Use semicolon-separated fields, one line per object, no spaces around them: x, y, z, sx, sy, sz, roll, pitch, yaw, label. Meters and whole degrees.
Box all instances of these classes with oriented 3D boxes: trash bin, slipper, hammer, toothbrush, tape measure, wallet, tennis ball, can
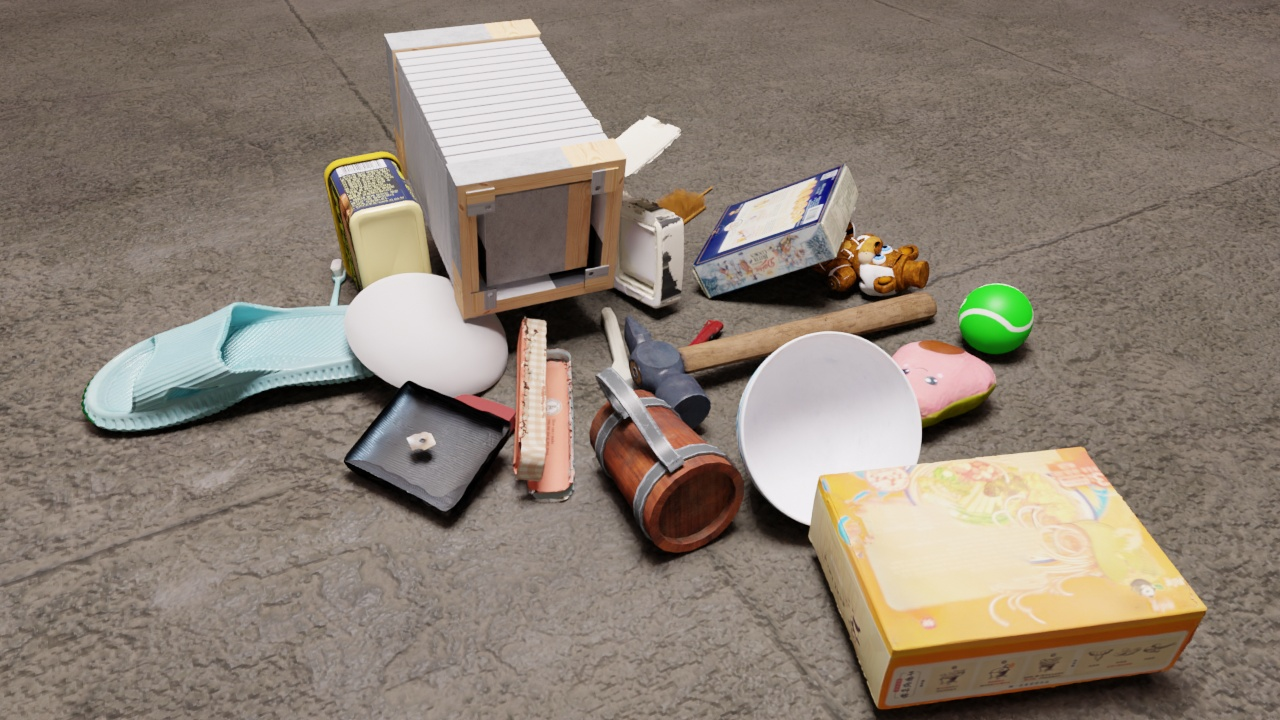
-0.131;-0.184;0.850;0.142;0.143;0.246;-14;50;-20;trash bin
-0.348;-0.011;0.808;0.276;0.070;0.116;-11;43;-11;slipper
0.140;-0.023;0.846;0.321;0.040;0.129;-13;42;-22;hammer
-0.307;-0.047;0.910;0.016;0.017;0.180;-8;39;-6;toothbrush
-0.140;0.055;0.770;0.059;0.019;0.051;16;43;20;tape measure
-0.167;0.068;0.729;0.115;0.026;0.089;20;61;24;wallet
0.329;-0.039;0.849;0.065;0.065;0.065;0;37;0;tennis ball
-0.255;-0.119;0.907;0.075;0.135;0.104;-16;43;-20;can

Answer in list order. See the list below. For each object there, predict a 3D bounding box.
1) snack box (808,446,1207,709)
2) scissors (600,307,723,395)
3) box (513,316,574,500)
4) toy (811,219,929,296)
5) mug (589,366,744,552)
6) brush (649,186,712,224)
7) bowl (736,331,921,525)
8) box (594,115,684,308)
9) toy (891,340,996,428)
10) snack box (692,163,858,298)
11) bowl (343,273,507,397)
0.226;0.140;0.602;0.195;0.081;0.145;-5;38;-6;snack box
0.004;0.003;0.841;0.198;0.015;0.179;-28;47;-31;scissors
-0.080;0.035;0.770;0.067;0.057;0.186;23;32;-23;box
0.234;-0.099;0.933;0.113;0.067;0.087;13;47;37;toy
0.009;0.065;0.679;0.081;0.117;0.111;-33;41;-10;mug
0.050;-0.186;1.085;0.048;0.017;0.126;23;43;27;brush
0.132;0.053;0.705;0.143;0.144;0.074;-12;-1;-15;bowl
-0.028;-0.148;0.897;0.080;0.181;0.143;-23;36;-34;box
0.246;0.023;0.781;0.090;0.051;0.109;26;45;32;toy
0.141;-0.135;0.945;0.145;0.042;0.144;-16;27;33;snack box
-0.185;-0.035;0.824;0.149;0.043;0.149;18;38;-15;bowl
